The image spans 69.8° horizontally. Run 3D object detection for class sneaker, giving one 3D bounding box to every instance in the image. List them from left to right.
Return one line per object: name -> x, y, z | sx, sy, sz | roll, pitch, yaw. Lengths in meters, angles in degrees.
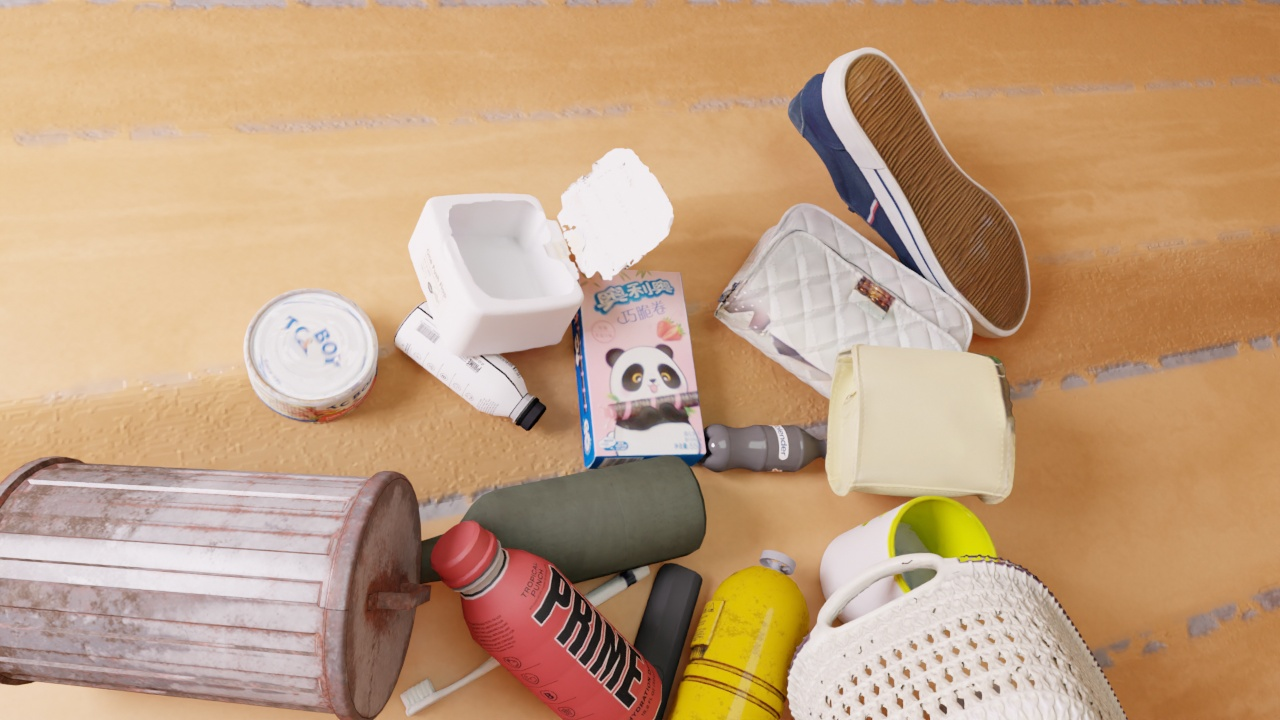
sneaker -> 0.231, -0.134, 0.811 | 0.294, 0.127, 0.120 | 47, 66, -17

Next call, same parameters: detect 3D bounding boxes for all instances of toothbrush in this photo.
toothbrush -> -0.072, 0.180, 0.612 | 0.186, 0.012, 0.017 | -25, 74, -26

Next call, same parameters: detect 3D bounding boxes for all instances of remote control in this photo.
remote control -> 0.008, 0.210, 0.623 | 0.033, 0.015, 0.146 | 24, 63, -7

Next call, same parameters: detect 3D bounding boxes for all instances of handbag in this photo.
handbag -> 0.169, -0.034, 0.747 | 0.195, 0.073, 0.138 | 34, 63, -1
handbag -> 0.203, 0.046, 0.668 | 0.119, 0.081, 0.111 | 3, 83, -1

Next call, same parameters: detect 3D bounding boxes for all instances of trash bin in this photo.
trash bin -> -0.222, 0.120, 0.495 | 0.211, 0.131, 0.130 | 4, 65, 2

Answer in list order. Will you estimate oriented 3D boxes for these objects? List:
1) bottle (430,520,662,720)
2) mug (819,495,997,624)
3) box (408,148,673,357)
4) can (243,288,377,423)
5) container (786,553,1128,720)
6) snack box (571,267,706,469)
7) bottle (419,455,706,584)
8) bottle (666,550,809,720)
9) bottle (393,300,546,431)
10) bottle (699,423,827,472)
bottle -> -0.057, 0.163, 0.551 | 0.176, 0.062, 0.062 | 52, 58, -27
mug -> 0.188, 0.149, 0.655 | 0.082, 0.106, 0.082 | 7, 65, -15
box -> -0.068, -0.077, 0.656 | 0.189, 0.101, 0.111 | -20, 68, -17
can -> -0.223, -0.004, 0.625 | 0.086, 0.043, 0.086 | 6, 68, -16
container -> 0.208, 0.253, 0.545 | 0.185, 0.143, 0.251 | -30, 103, 12
snack box -> -0.004, 0.004, 0.698 | 0.088, 0.033, 0.154 | 0, 67, -19
bottle -> -0.061, 0.115, 0.610 | 0.206, 0.072, 0.071 | -9, 71, -21
bottle -> 0.067, 0.205, 0.613 | 0.071, 0.071, 0.163 | 28, 62, -5
bottle -> -0.118, 0.007, 0.655 | 0.116, 0.041, 0.041 | 38, 62, 0
bottle -> 0.099, 0.067, 0.701 | 0.109, 0.036, 0.036 | 2, 67, -17
